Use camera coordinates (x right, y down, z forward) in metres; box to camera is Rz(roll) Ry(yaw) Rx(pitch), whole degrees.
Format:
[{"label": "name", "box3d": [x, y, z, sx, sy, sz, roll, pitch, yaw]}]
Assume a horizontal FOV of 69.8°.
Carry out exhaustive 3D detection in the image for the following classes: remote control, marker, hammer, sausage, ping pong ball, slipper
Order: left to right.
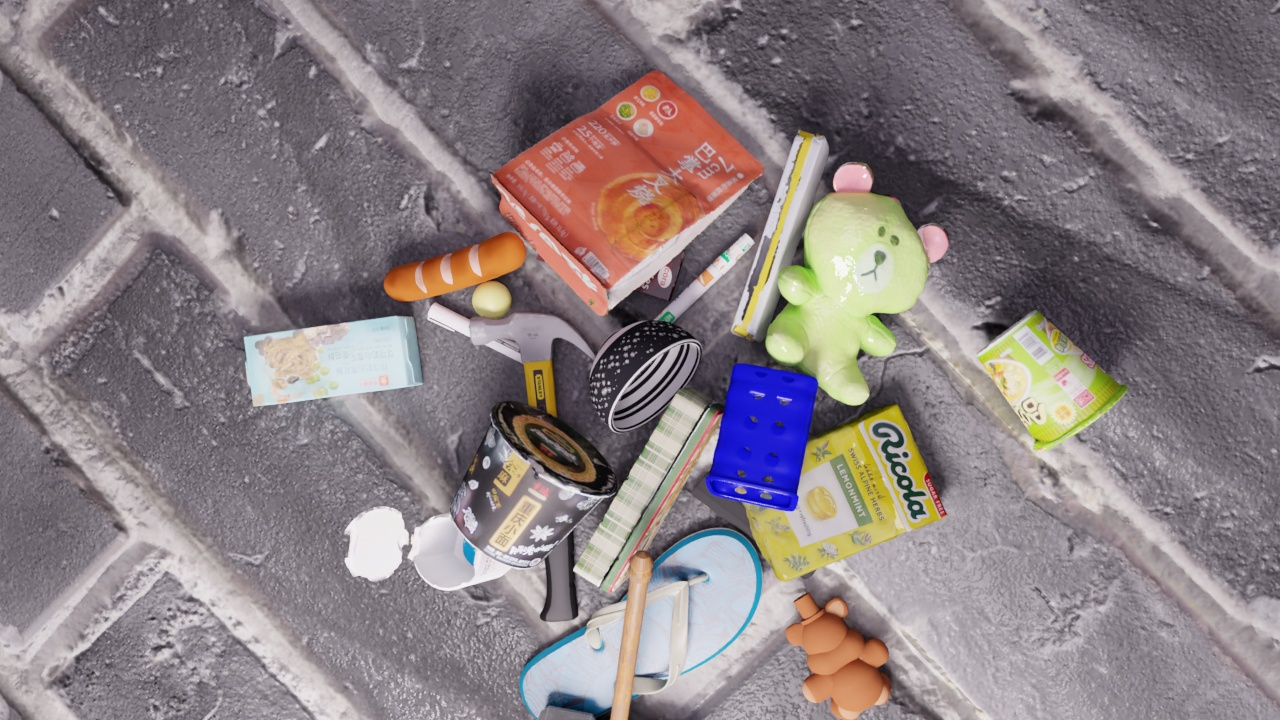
[{"label": "sausage", "box3d": [-0.189, -0.093, 0.935, 0.164, 0.044, 0.039, -14, 67, 22]}, {"label": "marker", "box3d": [-0.161, -0.023, 0.959, 0.133, 0.017, 0.020, 26, 78, 5]}, {"label": "ping pong ball", "box3d": [-0.153, -0.062, 0.946, 0.040, 0.040, 0.040, 0, 92, 6]}, {"label": "hammer", "box3d": [-0.094, 0.110, 0.941, 0.127, 0.029, 0.323, -6, 96, -1]}, {"label": "hammer", "box3d": [-0.016, 0.308, 0.861, 0.163, 0.082, 0.318, 9, 116, 4]}, {"label": "slipper", "box3d": [0.002, 0.285, 0.931, 0.295, 0.060, 0.118, -36, 92, 7]}, {"label": "marker", "box3d": [0.058, -0.074, 0.934, 0.145, 0.017, 0.017, -44, 87, 6]}, {"label": "remote control", "box3d": [0.119, 0.167, 0.935, 0.147, 0.015, 0.033, 37, 95, 4]}]

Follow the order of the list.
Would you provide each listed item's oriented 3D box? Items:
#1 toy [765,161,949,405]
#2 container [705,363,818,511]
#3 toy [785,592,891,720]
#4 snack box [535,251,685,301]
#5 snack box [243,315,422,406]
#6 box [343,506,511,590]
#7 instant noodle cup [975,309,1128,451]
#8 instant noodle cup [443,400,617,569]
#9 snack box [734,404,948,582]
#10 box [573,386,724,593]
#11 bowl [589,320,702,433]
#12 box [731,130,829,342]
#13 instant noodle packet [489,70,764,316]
[{"label": "toy", "box3d": [0.197, -0.069, 0.880, 0.150, 0.107, 0.196, 30, 85, -15]}, {"label": "container", "box3d": [0.115, 0.072, 0.856, 0.084, 0.085, 0.113, 11, 73, 11]}, {"label": "toy", "box3d": [0.193, 0.293, 0.916, 0.095, 0.065, 0.127, -31, 80, -2]}, {"label": "snack box", "box3d": [-0.030, -0.106, 0.935, 0.141, 0.031, 0.051, 18, 93, 5]}, {"label": "snack box", "box3d": [-0.320, 0.001, 0.960, 0.175, 0.053, 0.075, -7, 91, 7]}, {"label": "box", "box3d": [-0.203, 0.184, 0.906, 0.126, 0.155, 0.084, 14, 89, 16]}, {"label": "instant noodle cup", "box3d": [0.382, 0.014, 0.868, 0.099, 0.099, 0.108, -38, 80, 6]}, {"label": "instant noodle cup", "box3d": [-0.108, 0.123, 0.868, 0.137, 0.137, 0.112, 36, 103, 4]}, {"label": "snack box", "box3d": [0.192, 0.131, 0.903, 0.181, 0.045, 0.121, -23, 87, 1]}, {"label": "box", "box3d": [0.012, 0.124, 0.896, 0.051, 0.117, 0.205, 30, 93, 6]}, {"label": "bowl", "box3d": [-0.005, 0.005, 0.899, 0.120, 0.120, 0.066, -48, 66, 5]}, {"label": "box", "box3d": [0.138, -0.119, 0.902, 0.037, 0.064, 0.210, 20, 94, 12]}, {"label": "instant noodle packet", "box3d": [-0.009, -0.177, 0.893, 0.220, 0.084, 0.164, -42, 77, -13]}]
